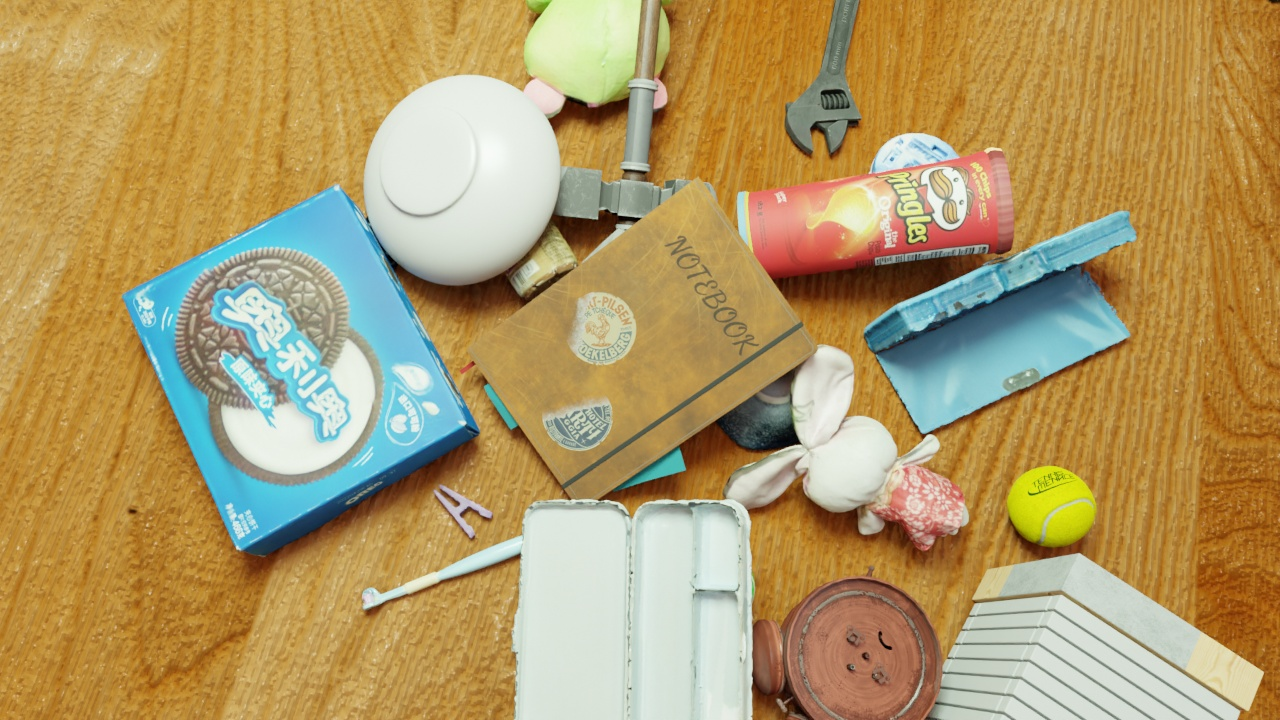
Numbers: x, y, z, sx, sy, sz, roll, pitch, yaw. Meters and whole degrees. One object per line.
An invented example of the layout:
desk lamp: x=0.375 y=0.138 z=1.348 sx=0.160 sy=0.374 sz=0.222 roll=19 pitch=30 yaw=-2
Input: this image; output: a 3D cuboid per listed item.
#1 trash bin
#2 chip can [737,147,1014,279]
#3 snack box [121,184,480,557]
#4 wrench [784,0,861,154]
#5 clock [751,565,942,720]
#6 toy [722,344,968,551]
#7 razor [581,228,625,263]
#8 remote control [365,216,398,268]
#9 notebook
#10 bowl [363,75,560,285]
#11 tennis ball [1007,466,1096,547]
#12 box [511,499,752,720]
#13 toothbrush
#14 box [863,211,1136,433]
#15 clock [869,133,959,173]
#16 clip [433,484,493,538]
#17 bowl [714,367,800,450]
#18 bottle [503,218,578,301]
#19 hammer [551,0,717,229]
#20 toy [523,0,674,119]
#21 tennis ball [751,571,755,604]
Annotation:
trash bin: x=0.289 y=0.289 z=0.660 sx=0.142 sy=0.143 sz=0.246 roll=33 pitch=73 yaw=6
chip can: x=0.194 y=-0.119 z=0.773 sx=0.214 sy=0.087 sz=0.087 roll=-7 pitch=72 yaw=14
snack box: x=-0.271 y=0.005 z=0.738 sx=0.195 sy=0.056 sz=0.238 roll=-30 pitch=77 yaw=-6
wrench: x=0.196 y=-0.319 z=0.906 sx=0.073 sy=0.018 sz=0.272 roll=14 pitch=71 yaw=0
clock: x=0.148 y=0.236 z=0.702 sx=0.157 sy=0.072 sz=0.120 roll=-31 pitch=78 yaw=-14
toy: x=0.182 y=0.089 z=0.740 sx=0.194 sy=0.084 sz=0.159 roll=24 pitch=106 yaw=-7
razor: x=0.011 y=-0.067 z=0.792 sx=0.116 sy=0.088 sz=0.047 roll=15 pitch=71 yaw=-20
remote control: x=-0.197 y=-0.152 z=0.820 sx=0.047 sy=0.022 sz=0.150 roll=29 pitch=75 yaw=4
notebook: x=-0.004 y=0.002 z=0.729 sx=0.249 sy=0.014 sz=0.178 roll=-35 pitch=90 yaw=13
bowl: x=-0.157 y=-0.153 z=0.742 sx=0.177 sy=0.066 sz=0.176 roll=-2 pitch=83 yaw=19
tennis ball: x=0.339 y=0.121 z=0.756 sx=0.065 sy=0.065 sz=0.065 roll=1 pitch=73 yaw=-5
box: x=-0.007 y=0.208 z=0.684 sx=0.192 sy=0.045 sz=0.209 roll=-5 pitch=77 yaw=20
toothbrush: x=-0.145 y=0.164 z=0.729 sx=0.155 sy=0.022 sz=0.016 roll=-19 pitch=118 yaw=-10
box: x=0.326 y=-0.031 z=0.792 sx=0.231 sy=0.094 sz=0.111 roll=-23 pitch=80 yaw=-12
clock: x=0.240 y=-0.148 z=0.838 sx=0.089 sy=0.052 sz=0.125 roll=38 pitch=74 yaw=6
clip: x=-0.141 y=0.118 z=0.746 sx=0.043 sy=0.014 sz=0.051 roll=-24 pitch=79 yaw=-11
bowl: x=0.109 y=0.018 z=0.775 sx=0.110 sy=0.055 sz=0.110 roll=1 pitch=73 yaw=-4
bottle: x=-0.119 y=-0.133 z=0.793 sx=0.059 sy=0.060 sz=0.166 roll=-31 pitch=83 yaw=-13
hammer: x=0.006 y=-0.274 z=0.784 sx=0.156 sy=0.043 sz=0.322 roll=4 pitch=98 yaw=-13
toy: x=-0.036 y=-0.323 z=0.846 sx=0.150 sy=0.107 sz=0.196 roll=-2 pitch=65 yaw=-8
tennis ball: x=0.057 y=0.177 z=0.716 sx=0.065 sy=0.065 sz=0.065 roll=1 pitch=73 yaw=-5
